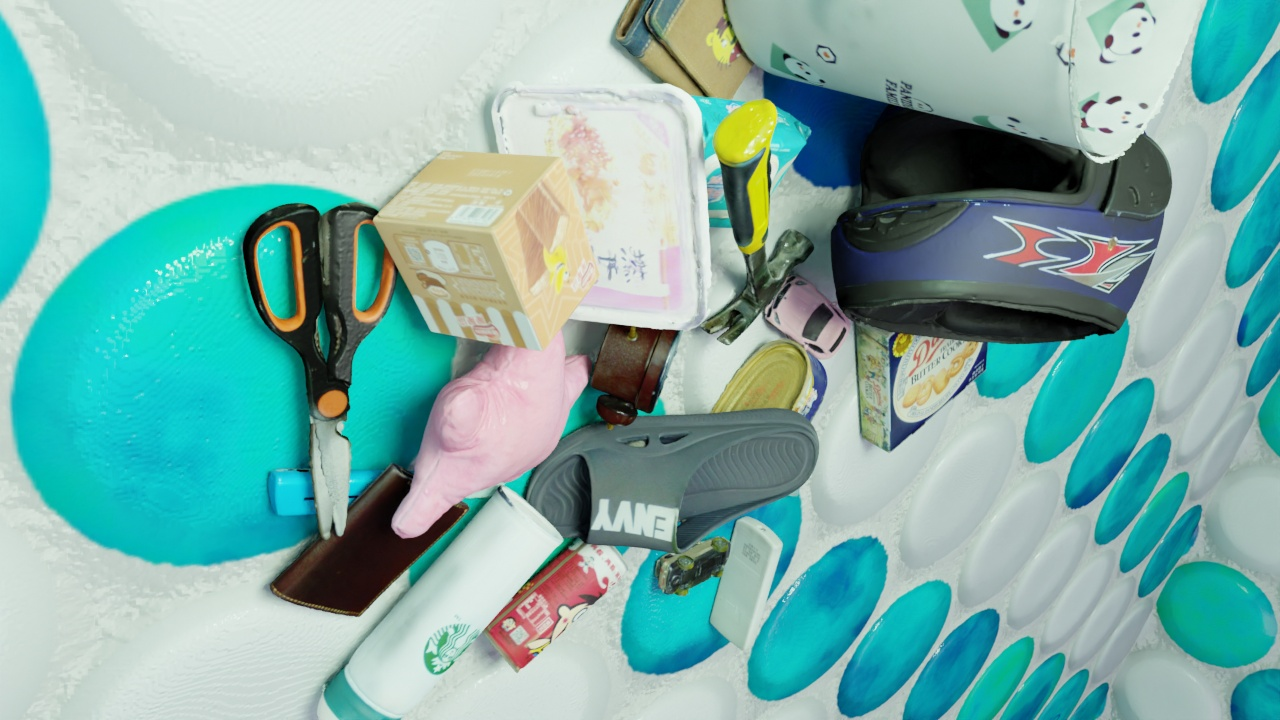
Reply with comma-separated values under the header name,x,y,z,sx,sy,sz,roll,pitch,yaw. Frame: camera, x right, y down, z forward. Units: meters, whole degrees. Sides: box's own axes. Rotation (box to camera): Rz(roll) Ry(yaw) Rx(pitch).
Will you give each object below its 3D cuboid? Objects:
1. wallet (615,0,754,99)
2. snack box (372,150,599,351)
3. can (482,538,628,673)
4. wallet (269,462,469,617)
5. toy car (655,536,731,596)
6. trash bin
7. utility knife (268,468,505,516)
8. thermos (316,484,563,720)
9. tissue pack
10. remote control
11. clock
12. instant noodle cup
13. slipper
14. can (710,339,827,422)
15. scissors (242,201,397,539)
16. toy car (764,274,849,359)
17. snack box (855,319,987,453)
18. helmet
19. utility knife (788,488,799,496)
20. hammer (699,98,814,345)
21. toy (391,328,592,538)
name,x,y,z,sx,sy,sz,roll,pitch,yaw
wallet,0.041,-0.234,0.653,0.115,0.033,0.090,29,93,-51
snack box,-0.092,-0.070,0.574,0.076,0.093,0.094,-57,144,-36
can,-0.075,0.210,0.812,0.132,0.053,0.053,-40,136,-16
wallet,-0.192,0.134,0.666,0.122,0.020,0.096,-44,147,0
toy car,0.056,0.208,0.943,0.090,0.035,0.042,-15,126,-36
trash bin,0.206,-0.264,0.597,0.228,0.252,0.230,-25,125,-41
utility knife,-0.178,0.094,0.673,0.194,0.018,0.034,6,111,-45
thermos,-0.158,0.204,0.714,0.224,0.073,0.073,-49,138,-4
tissue pack,0.059,-0.146,0.691,0.133,0.050,0.093,-8,144,-40
remote control,0.115,0.243,1.003,0.021,0.058,0.150,-11,123,-41
clock,-0.004,0.004,0.725,0.081,0.055,0.122,-68,177,-47
instant noodle cup,-0.016,-0.110,0.617,0.060,0.138,0.174,-63,153,-47
slipper,0.036,0.104,0.776,0.268,0.083,0.111,-9,119,-13
can,0.116,0.052,0.871,0.049,0.074,0.148,27,98,-51
scissors,-0.210,0.013,0.572,0.142,0.022,0.235,17,98,-43
toy car,0.166,-0.038,0.886,0.122,0.037,0.056,30,92,-47
snack box,0.322,-0.013,1.036,0.177,0.046,0.183,-35,135,-21
helmet,0.300,-0.143,0.793,0.314,0.248,0.240,6,84,-41
utility knife,0.102,0.123,0.947,0.223,0.013,0.029,18,101,-44
hammer,0.082,-0.093,0.680,0.126,0.032,0.323,-52,165,-4
toy,-0.091,0.031,0.652,0.179,0.074,0.194,-62,164,23
